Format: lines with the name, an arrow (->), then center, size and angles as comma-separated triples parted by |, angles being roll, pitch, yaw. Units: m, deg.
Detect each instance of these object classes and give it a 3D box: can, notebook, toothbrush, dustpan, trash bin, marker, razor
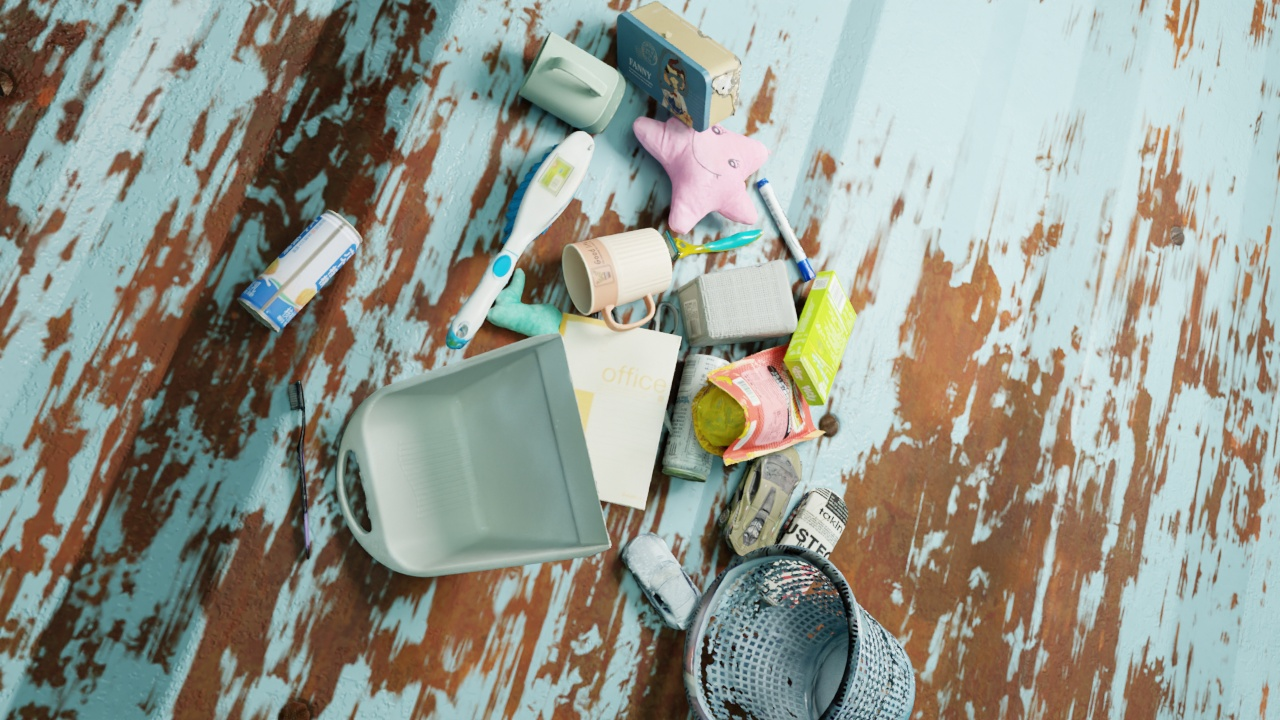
can -> -0.358, -0.096, 0.971 | 0.053, 0.053, 0.134 | 41, 72, -10
notebook -> -0.043, 0.056, 1.059 | 0.146, 0.010, 0.206 | 12, 78, 4
toothbrush -> -0.357, 0.114, 0.964 | 0.016, 0.014, 0.189 | -4, 84, -12
dustpan -> -0.187, 0.112, 0.931 | 0.142, 0.258, 0.222 | -10, 85, -44
trash bin -> 0.193, 0.345, 1.022 | 0.195, 0.227, 0.226 | 35, 71, -36
marker -> 0.190, -0.170, 1.195 | 0.016, 0.017, 0.146 | -28, 92, -21
razor -> 0.093, -0.149, 1.151 | 0.132, 0.028, 0.043 | -11, 55, -18
can -> 0.067, 0.068, 1.095 | 0.058, 0.058, 0.146 | 17, 77, -17

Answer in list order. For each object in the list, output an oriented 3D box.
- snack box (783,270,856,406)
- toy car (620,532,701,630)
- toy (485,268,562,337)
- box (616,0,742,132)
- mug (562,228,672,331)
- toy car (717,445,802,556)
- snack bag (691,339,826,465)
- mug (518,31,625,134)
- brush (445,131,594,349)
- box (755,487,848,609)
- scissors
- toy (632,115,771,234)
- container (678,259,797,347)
snack box -> 0.225, -0.029, 1.140 | 0.086, 0.026, 0.156 | 55, 47, -35
toy car -> 0.028, 0.256, 1.068 | 0.054, 0.037, 0.120 | -36, 92, -20
toy -> -0.132, -0.056, 1.059 | 0.092, 0.030, 0.096 | 18, 72, -19
box -> 0.040, -0.357, 1.099 | 0.060, 0.090, 0.184 | -34, 58, -23
mug -> -0.022, -0.092, 1.072 | 0.105, 0.082, 0.114 | -17, 80, -22
toy car -> 0.150, 0.166, 1.121 | 0.070, 0.042, 0.158 | 30, 71, -14
snack bag -> 0.150, 0.050, 1.095 | 0.207, 0.073, 0.128 | -15, 91, -49
mug -> -0.075, -0.323, 1.072 | 0.106, 0.112, 0.082 | 27, 88, -16
brush -> -0.137, -0.136, 1.025 | 0.060, 0.110, 0.314 | 35, 72, -14
box -> 0.200, 0.230, 1.123 | 0.070, 0.056, 0.164 | 43, 70, -29
scissors -> 0.001, 0.002, 1.088 | 0.159, 0.014, 0.177 | 36, 71, 2
toy -> 0.084, -0.254, 1.139 | 0.178, 0.075, 0.194 | -16, 82, -27
container -> 0.114, -0.066, 1.116 | 0.114, 0.090, 0.090 | -9, 85, -17
